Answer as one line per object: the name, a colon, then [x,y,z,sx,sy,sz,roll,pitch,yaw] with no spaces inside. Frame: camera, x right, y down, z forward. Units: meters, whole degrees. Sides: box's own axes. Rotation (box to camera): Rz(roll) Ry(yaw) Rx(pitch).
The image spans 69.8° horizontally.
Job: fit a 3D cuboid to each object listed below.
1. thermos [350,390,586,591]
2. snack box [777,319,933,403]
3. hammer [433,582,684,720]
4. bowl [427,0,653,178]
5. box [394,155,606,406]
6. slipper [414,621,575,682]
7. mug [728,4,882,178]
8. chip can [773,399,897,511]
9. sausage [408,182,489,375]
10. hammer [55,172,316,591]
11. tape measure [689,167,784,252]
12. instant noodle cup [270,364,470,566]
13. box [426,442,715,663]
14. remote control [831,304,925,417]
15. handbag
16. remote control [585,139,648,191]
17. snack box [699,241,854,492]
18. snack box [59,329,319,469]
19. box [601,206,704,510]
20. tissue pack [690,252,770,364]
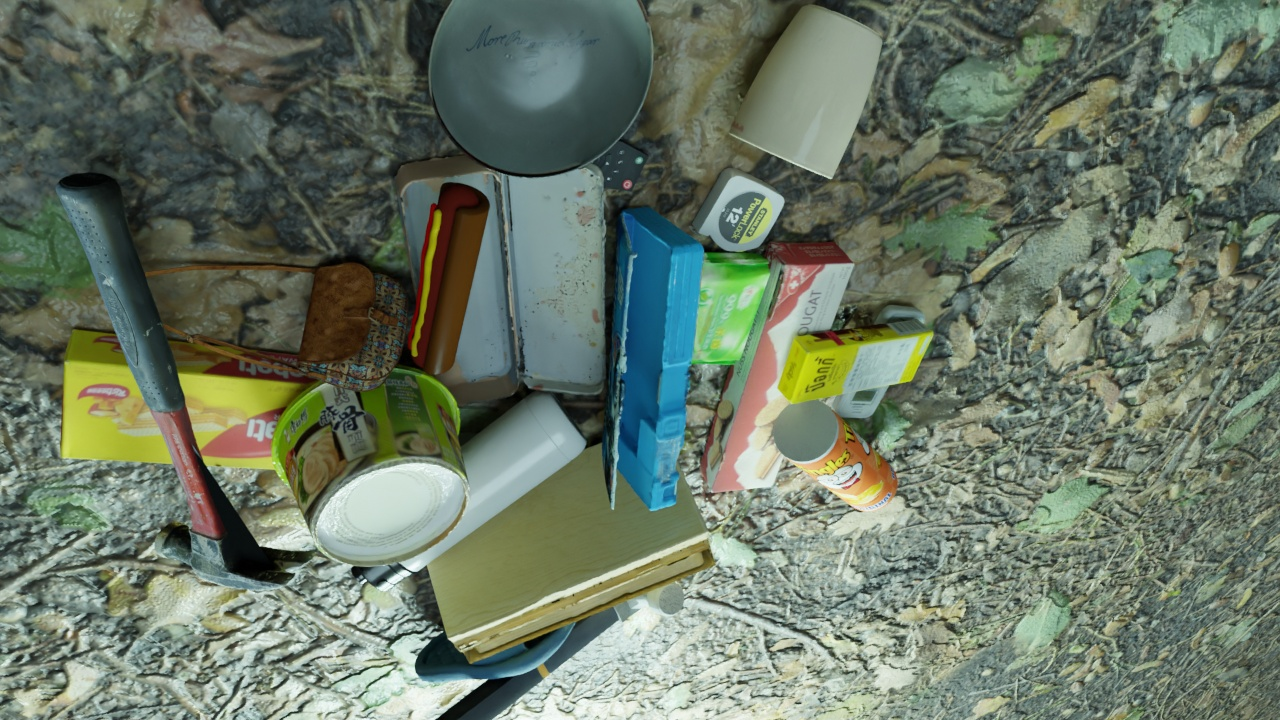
thermos: [-0.165,0.105,0.811,0.230,0.101,0.068,-37,150,-2]
snack box: [0.200,-0.001,0.853,0.148,0.025,0.061,-8,131,-27]
hammer: [-0.107,0.308,0.912,0.311,0.140,0.035,-32,103,-28]
bowl: [-0.069,-0.200,0.605,0.150,0.056,0.151,-11,131,-14]
box: [-0.102,-0.055,0.714,0.157,0.063,0.217,2,129,2]
slipper: [-0.146,0.272,0.926,0.214,0.103,0.059,-22,103,30]
mug: [0.133,-0.197,0.681,0.111,0.085,0.104,-4,122,-56]
chip can: [0.202,0.100,0.927,0.062,0.062,0.210,-39,145,11]
sausage: [-0.140,-0.056,0.656,0.040,0.040,0.156,3,129,-24]
hammer: [-0.315,0.032,0.624,0.141,0.036,0.327,12,126,20]
tape measure: [0.080,-0.121,0.757,0.065,0.016,0.064,14,121,-30]
instant noodle cup: [-0.200,0.084,0.703,0.146,0.097,0.146,-17,136,-17]
box: [-0.066,0.179,0.872,0.248,0.140,0.148,-21,140,-5]
remote control: [0.235,0.002,0.917,0.050,0.022,0.134,3,126,-25]
handbag: [-0.264,-0.039,0.645,0.195,0.093,0.043,11,148,-19]
remote control: [-0.054,-0.157,0.678,0.124,0.010,0.039,12,122,-29]
snack box: [0.123,0.015,0.869,0.076,0.044,0.274,-3,129,-22]
snack box: [-0.327,0.036,0.705,0.200,0.042,0.092,8,125,-27]
box: [-0.006,0.005,0.753,0.066,0.091,0.244,-12,123,-26]
tissue pack: [0.054,-0.044,0.800,0.099,0.034,0.114,-3,131,-22]
